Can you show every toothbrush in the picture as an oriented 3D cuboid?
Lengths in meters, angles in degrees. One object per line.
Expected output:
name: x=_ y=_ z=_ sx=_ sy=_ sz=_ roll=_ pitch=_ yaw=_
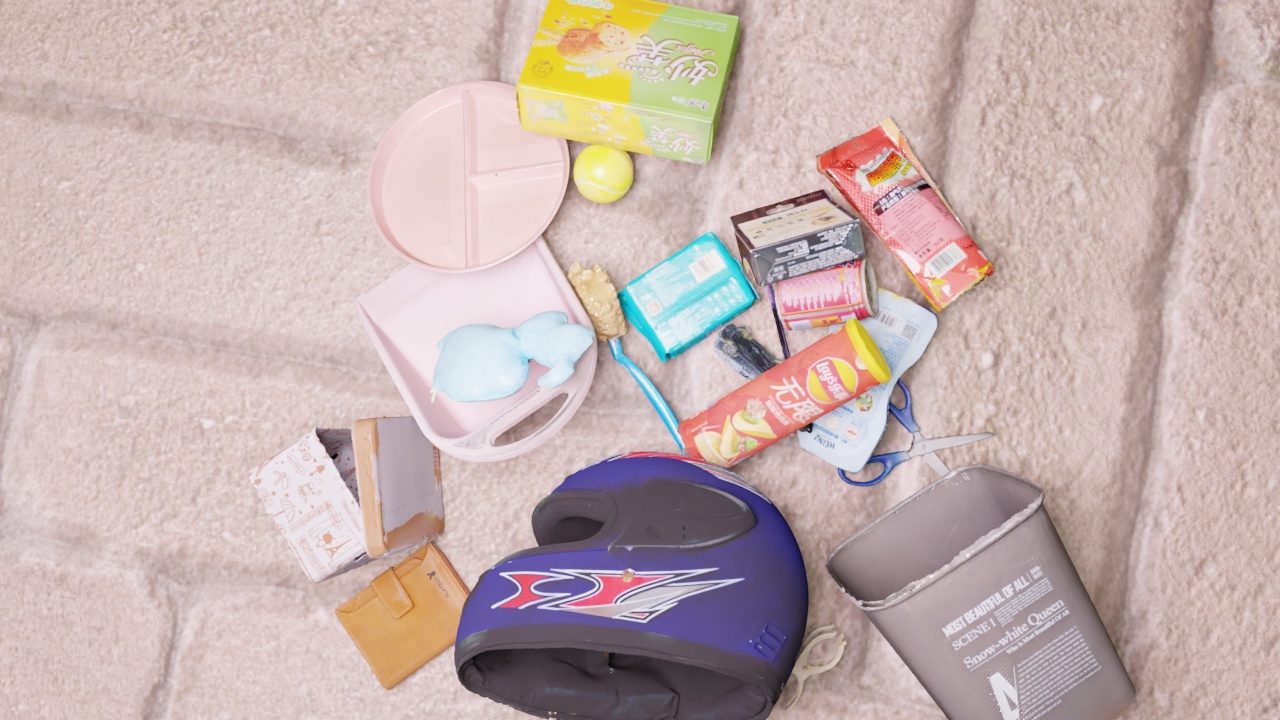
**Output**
toothbrush: x=0.153 y=-0.011 z=0.982 sx=0.017 sy=0.014 sz=0.189 roll=-23 pitch=70 yaw=30

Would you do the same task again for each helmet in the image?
helmet: x=-0.001 y=0.206 z=0.872 sx=0.315 sy=0.248 sz=0.239 roll=8 pitch=48 yaw=-3

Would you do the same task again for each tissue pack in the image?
tissue pack: x=0.051 y=-0.067 z=0.988 sx=0.133 sy=0.050 sz=0.093 roll=-32 pitch=86 yaw=0

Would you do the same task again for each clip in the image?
clip: x=0.173 y=0.318 z=0.960 sx=0.100 sy=0.034 sz=0.070 roll=-42 pitch=85 yaw=4

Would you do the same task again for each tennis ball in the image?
tennis ball: x=-0.040 y=-0.204 z=0.997 sx=0.065 sy=0.065 sz=0.065 roll=0 pitch=85 yaw=3

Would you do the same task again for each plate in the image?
plate: x=-0.187 y=-0.199 z=1.004 sx=0.230 sy=0.028 sz=0.229 roll=-3 pitch=74 yaw=9

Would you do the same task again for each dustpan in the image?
dustpan: x=-0.163 y=-0.032 z=0.954 sx=0.222 sy=0.139 sz=0.273 roll=-37 pitch=85 yaw=0

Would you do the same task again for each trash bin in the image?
trash bin: x=0.327 y=0.247 z=0.879 sx=0.199 sy=0.198 sz=0.220 roll=-33 pitch=92 yaw=0

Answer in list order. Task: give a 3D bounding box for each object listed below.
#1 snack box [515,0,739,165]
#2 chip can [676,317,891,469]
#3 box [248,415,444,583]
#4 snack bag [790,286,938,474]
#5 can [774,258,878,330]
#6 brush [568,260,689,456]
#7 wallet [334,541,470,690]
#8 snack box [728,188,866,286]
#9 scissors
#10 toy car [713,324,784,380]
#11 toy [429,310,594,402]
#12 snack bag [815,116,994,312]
snack box: x=-0.011 y=-0.306 z=0.976 sx=0.210 sy=0.070 sz=0.157 roll=12 pitch=63 yaw=5
chip can: x=0.142 y=0.041 z=0.928 sx=0.217 sy=0.073 sz=0.073 roll=-33 pitch=84 yaw=23
box: x=-0.265 y=0.128 z=0.925 sx=0.148 sy=0.181 sz=0.146 roll=-35 pitch=85 yaw=0
snack bag: x=0.226 y=0.016 z=0.972 sx=0.110 sy=0.039 sz=0.191 roll=27 pitch=87 yaw=19
can: x=0.195 y=-0.069 z=0.957 sx=0.094 sy=0.066 sz=0.066 roll=-8 pitch=84 yaw=26
brush: x=-0.006 y=0.006 z=0.982 sx=0.046 sy=0.083 sz=0.254 roll=-31 pitch=92 yaw=-10
wallet: x=-0.248 y=0.273 z=0.989 sx=0.132 sy=0.031 sz=0.108 roll=-35 pitch=86 yaw=-1
snack box: x=0.162 y=-0.131 z=0.966 sx=0.113 sy=0.125 sz=0.053 roll=-16 pitch=110 yaw=2
scissors: x=0.288 y=0.090 z=0.982 sx=0.162 sy=0.012 sz=0.175 roll=-32 pitch=85 yaw=-1
toy car: x=0.118 y=0.000 z=0.984 sx=0.090 sy=0.042 sz=0.034 roll=39 pitch=130 yaw=2
toy: x=-0.133 y=-0.002 z=0.890 sx=0.156 sy=0.050 sz=0.161 roll=-36 pitch=43 yaw=-17
snack bag: x=0.283 y=-0.155 z=0.969 sx=0.128 sy=0.073 sz=0.208 roll=-32 pitch=82 yaw=-30
